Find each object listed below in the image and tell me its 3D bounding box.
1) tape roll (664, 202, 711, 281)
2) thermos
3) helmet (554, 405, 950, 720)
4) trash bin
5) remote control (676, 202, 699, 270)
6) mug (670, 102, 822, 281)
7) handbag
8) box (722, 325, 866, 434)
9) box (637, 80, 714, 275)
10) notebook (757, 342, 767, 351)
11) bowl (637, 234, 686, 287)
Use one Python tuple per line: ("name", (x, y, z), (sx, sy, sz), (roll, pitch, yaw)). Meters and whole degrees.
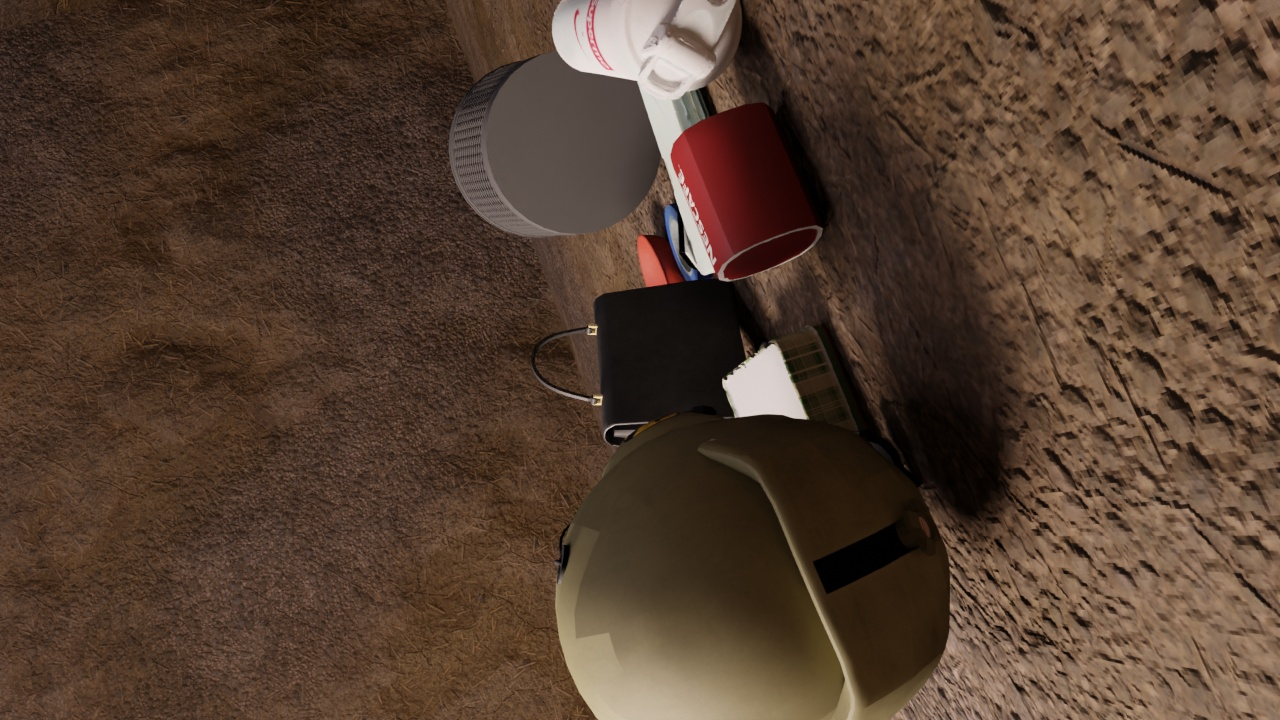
("tape roll", (0.051, -0.126, 0.995), (0.091, 0.016, 0.093), (-131, 23, -67))
("thermos", (-0.001, -0.256, 0.711), (0.220, 0.099, 0.099), (36, 145, 62))
("helmet", (0.075, 0.140, 0.570), (0.233, 0.255, 0.250), (97, 151, -77))
("trash bin", (-0.100, -0.245, 1.056), (0.227, 0.217, 0.218), (-148, 39, -70))
("remote control", (0.044, -0.136, 0.873), (0.028, 0.012, 0.124), (47, -148, -42))
("mug", (0.075, -0.115, 0.673), (0.116, 0.080, 0.096), (81, 169, -79))
("handbag", (-0.005, 0.005, 0.870), (0.072, 0.195, 0.175), (100, 167, -48))
("box", (0.138, 0.084, 0.725), (0.205, 0.050, 0.118), (69, 158, 13))
("box", (0.049, -0.177, 0.806), (0.083, 0.067, 0.199), (0, -108, -79))
("notebook", (0.131, 0.094, 0.863), (0.209, 0.029, 0.169), (109, 141, -58))
("bowl", (0.034, -0.098, 1.103), (0.122, 0.035, 0.122), (160, 91, -81))
